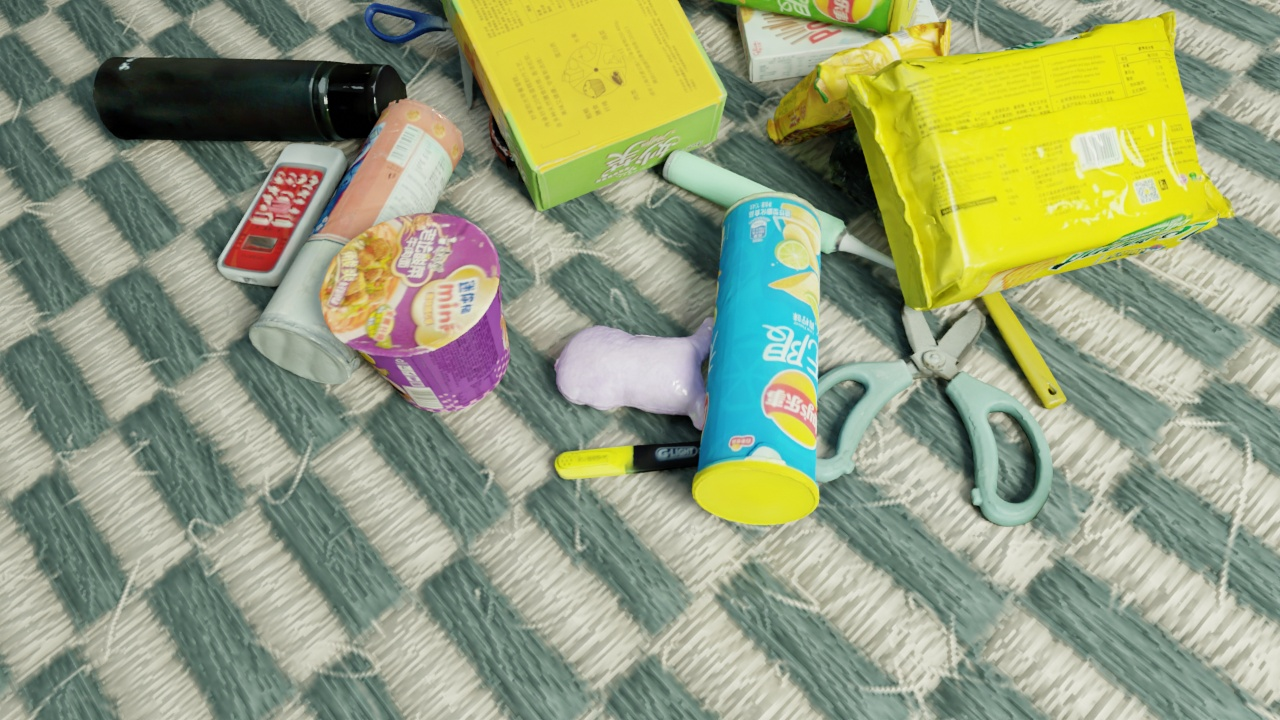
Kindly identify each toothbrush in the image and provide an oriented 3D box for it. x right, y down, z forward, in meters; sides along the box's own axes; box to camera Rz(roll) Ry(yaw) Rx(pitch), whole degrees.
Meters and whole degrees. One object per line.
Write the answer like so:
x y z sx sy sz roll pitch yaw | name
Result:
0.232 -0.048 0.621 0.015 0.017 0.190 -16 59 -5 | toothbrush
0.113 -0.101 0.661 0.224 0.027 0.026 29 37 22 | toothbrush

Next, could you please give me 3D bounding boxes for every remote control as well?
-0.280 -0.118 0.722 0.056 0.020 0.135 9 60 13 | remote control

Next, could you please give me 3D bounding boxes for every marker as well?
0.008 0.061 0.580 0.124 0.015 0.018 -5 61 2 | marker

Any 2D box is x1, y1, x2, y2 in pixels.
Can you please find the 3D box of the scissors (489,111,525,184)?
-0.087 -0.242 0.750 0.189 0.015 0.226 4 75 0 | scissors

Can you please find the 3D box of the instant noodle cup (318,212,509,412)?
-0.136 -0.025 0.601 0.111 0.099 0.111 -3 59 5 | instant noodle cup

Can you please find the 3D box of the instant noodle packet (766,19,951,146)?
0.157 -0.197 0.662 0.110 0.128 0.044 -25 92 -7 | instant noodle packet

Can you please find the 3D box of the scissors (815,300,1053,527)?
0.188 0.039 0.571 0.170 0.019 0.181 -41 61 -18 | scissors

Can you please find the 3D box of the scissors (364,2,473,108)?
-0.162 -0.296 0.789 0.162 0.012 0.173 -5 83 12 | scissors

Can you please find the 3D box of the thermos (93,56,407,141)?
-0.318 -0.218 0.769 0.242 0.068 0.089 3 23 8 | thermos

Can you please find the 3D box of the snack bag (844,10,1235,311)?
0.260 -0.131 0.589 0.246 0.068 0.158 -15 89 -13 | snack bag

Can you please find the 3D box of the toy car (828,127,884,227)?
0.174 -0.133 0.666 0.034 0.043 0.090 -5 45 -37 | toy car

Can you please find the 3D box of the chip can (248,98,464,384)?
-0.198 -0.091 0.665 0.071 0.071 0.214 11 60 13 | chip can

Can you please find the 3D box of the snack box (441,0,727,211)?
-0.050 -0.240 0.706 0.157 0.070 0.210 -23 76 -8 | snack box

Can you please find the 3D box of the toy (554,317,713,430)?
-0.004 0.004 0.603 0.108 0.039 0.083 3 59 12 | toy

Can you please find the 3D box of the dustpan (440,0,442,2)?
-0.091 -0.429 0.787 0.223 0.274 0.138 7 34 14 | dustpan

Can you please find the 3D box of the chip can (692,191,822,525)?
0.077 -0.007 0.573 0.071 0.071 0.209 3 56 8 | chip can

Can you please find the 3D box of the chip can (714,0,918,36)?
0.112 -0.314 0.734 0.221 0.073 0.072 18 62 17 | chip can

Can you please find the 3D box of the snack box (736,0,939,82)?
0.163 -0.280 0.766 0.157 0.027 0.084 -7 58 2 | snack box
